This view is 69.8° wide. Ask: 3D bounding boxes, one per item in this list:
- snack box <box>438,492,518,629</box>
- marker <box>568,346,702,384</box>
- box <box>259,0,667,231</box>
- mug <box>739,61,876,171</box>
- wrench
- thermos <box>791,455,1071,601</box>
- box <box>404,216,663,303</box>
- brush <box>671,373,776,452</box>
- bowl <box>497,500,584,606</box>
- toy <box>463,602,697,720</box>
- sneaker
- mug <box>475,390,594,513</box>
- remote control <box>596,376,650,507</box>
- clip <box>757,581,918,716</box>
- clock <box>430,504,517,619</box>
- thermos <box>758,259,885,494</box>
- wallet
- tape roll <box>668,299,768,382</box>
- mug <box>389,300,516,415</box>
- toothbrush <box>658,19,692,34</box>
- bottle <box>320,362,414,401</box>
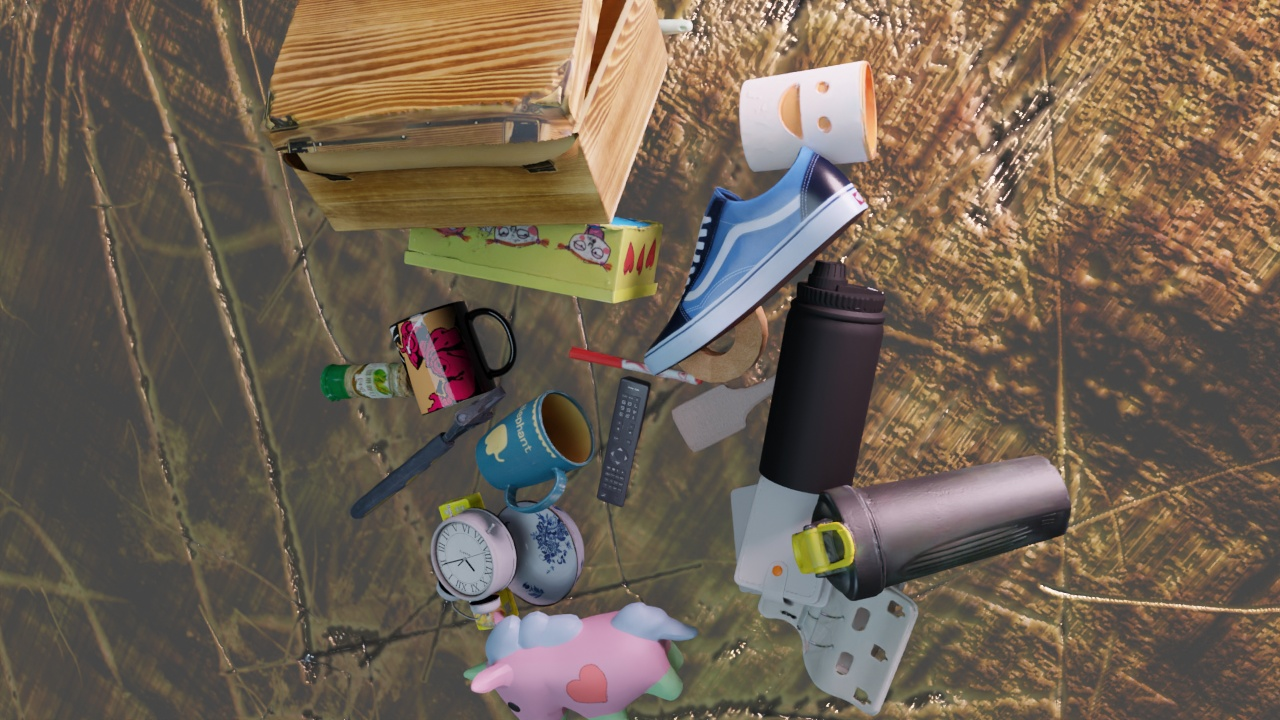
[{"bbox_3d":[-0.179,0.223,1.016,0.040,0.028,0.148,-16,93,21],"label":"snack box"},{"bbox_3d":[-0.005,0.005,0.924,0.142,0.012,0.013,12,103,18],"label":"marker"},{"bbox_3d":[-0.151,-0.245,0.780,0.279,0.250,0.192,2,144,19],"label":"box"},{"bbox_3d":[0.146,-0.209,0.793,0.105,0.082,0.082,-2,98,21],"label":"mug"},{"bbox_3d":[-0.234,0.105,1.001,0.274,0.073,0.022,-37,85,28],"label":"wrench"},{"bbox_3d":[0.243,0.138,0.776,0.221,0.098,0.098,-12,96,-4],"label":"thermos"},{"bbox_3d":[-0.098,-0.112,0.881,0.221,0.124,0.079,14,104,15],"label":"box"},{"bbox_3d":[0.098,0.040,0.893,0.136,0.015,0.050,-29,90,16],"label":"brush"},{"bbox_3d":[-0.101,0.197,0.970,0.114,0.045,0.114,6,102,30],"label":"bowl"},{"bbox_3d":[-0.059,0.303,0.938,0.222,0.120,0.171,-41,104,18],"label":"toy"},{"bbox_3d":[0.077,-0.090,0.806,0.242,0.083,0.098,-43,83,23],"label":"sneaker"},{"bbox_3d":[-0.111,0.100,0.933,0.104,0.084,0.112,-27,56,28],"label":"mug"},{"bbox_3d":[-0.017,0.084,0.940,0.032,0.015,0.136,17,107,17],"label":"remote control"},{"bbox_3d":[0.192,0.244,0.880,0.152,0.101,0.126,30,109,43],"label":"clip"},{"bbox_3d":[-0.179,0.217,0.971,0.095,0.035,0.123,16,105,28],"label":"clock"},{"bbox_3d":[0.166,0.012,0.823,0.086,0.086,0.199,13,103,18],"label":"thermos"},{"bbox_3d":[0.130,0.167,0.864,0.115,0.037,0.118,7,73,35],"label":"wallet"},{"bbox_3d":[0.074,-0.027,0.881,0.094,0.027,0.094,4,100,19],"label":"tape roll"},{"bbox_3d":[-0.189,-0.009,0.960,0.118,0.082,0.098,-20,92,-6],"label":"mug"},{"bbox_3d":[-0.025,-0.316,0.874,0.155,0.015,0.022,5,131,19],"label":"toothbrush"},{"bbox_3d":[-0.300,0.024,1.019,0.111,0.043,0.043,-2,99,20],"label":"bottle"}]
